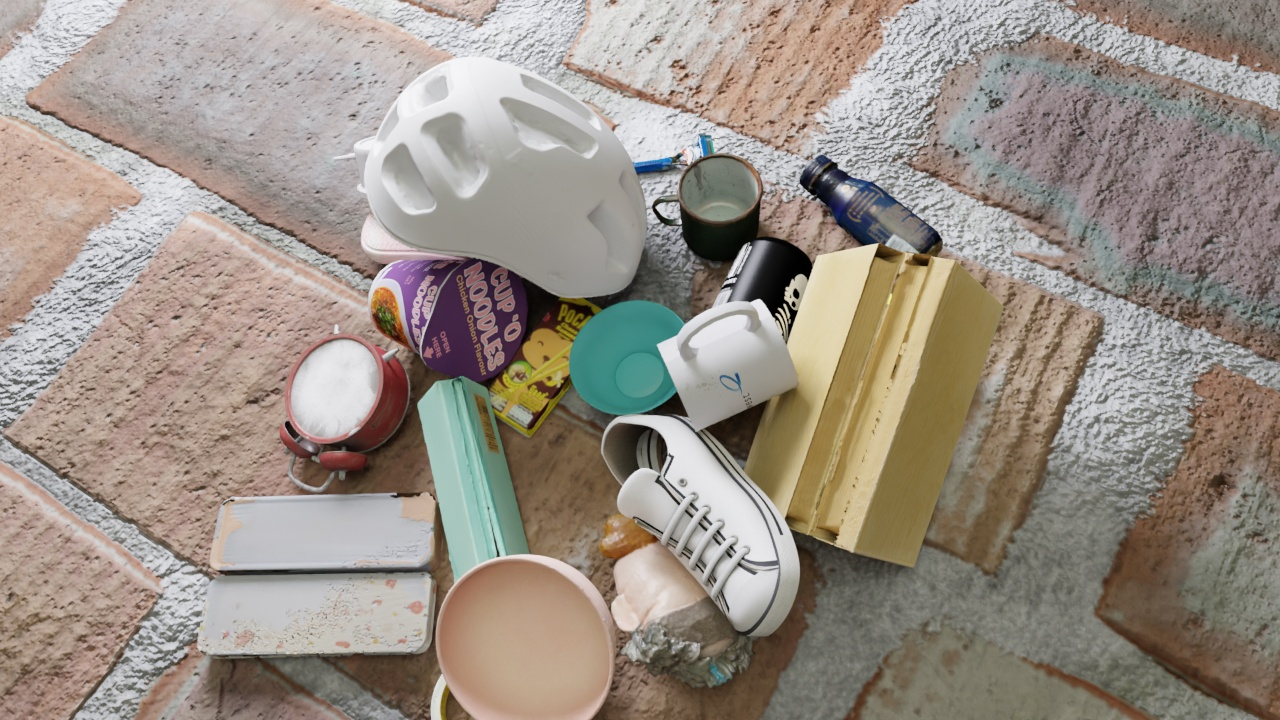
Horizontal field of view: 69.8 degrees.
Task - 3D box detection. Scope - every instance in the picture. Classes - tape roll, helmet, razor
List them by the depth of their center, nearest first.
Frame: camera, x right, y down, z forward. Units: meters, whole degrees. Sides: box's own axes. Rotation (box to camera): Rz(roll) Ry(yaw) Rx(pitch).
[{"bbox_3d":[-0.134,0.300,0.798,0.094,0.019,0.094,-2,66,4],"label":"tape roll"},{"bbox_3d":[-0.109,-0.168,0.884,0.184,0.282,0.223,-37,37,28],"label":"helmet"},{"bbox_3d":[0.013,-0.219,1.017,0.141,0.018,0.043,-10,66,5],"label":"razor"}]

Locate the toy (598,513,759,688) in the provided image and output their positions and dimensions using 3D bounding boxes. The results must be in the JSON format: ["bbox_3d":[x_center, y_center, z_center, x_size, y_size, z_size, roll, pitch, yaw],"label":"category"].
[{"bbox_3d":[0.022,0.204,0.794,0.132,0.076,0.176,-6,50,-38],"label":"toy"}]

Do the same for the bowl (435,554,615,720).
[{"bbox_3d":[-0.085,0.228,0.763,0.153,0.076,0.153,1,93,14],"label":"bowl"}]

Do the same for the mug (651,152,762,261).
[{"bbox_3d":[0.068,-0.154,0.947,0.111,0.081,0.084,-4,65,4],"label":"mug"}]

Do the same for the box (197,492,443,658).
[{"bbox_3d":[-0.294,0.199,0.851,0.216,0.043,0.150,-2,70,4],"label":"box"}]

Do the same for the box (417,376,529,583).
[{"bbox_3d":[-0.141,0.108,0.847,0.079,0.078,0.188,-6,70,-32],"label":"box"}]

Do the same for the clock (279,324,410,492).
[{"bbox_3d":[-0.292,0.052,0.898,0.110,0.062,0.156,20,81,22],"label":"clock"}]

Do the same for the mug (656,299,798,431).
[{"bbox_3d":[0.070,-0.006,0.779,0.096,0.120,0.083,-24,53,1],"label":"mug"}]

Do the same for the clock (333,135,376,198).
[{"bbox_3d":[-0.241,-0.216,0.998,0.120,0.061,0.158,14,30,35],"label":"clock"}]

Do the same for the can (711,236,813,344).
[{"bbox_3d":[0.110,-0.043,0.894,0.080,0.080,0.145,21,70,14],"label":"can"}]

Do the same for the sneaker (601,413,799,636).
[{"bbox_3d":[0.035,0.124,0.768,0.097,0.091,0.245,9,31,-34],"label":"sneaker"}]

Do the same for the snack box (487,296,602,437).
[{"bbox_3d":[-0.092,0.002,0.924,0.061,0.026,0.148,31,73,17],"label":"snack box"}]

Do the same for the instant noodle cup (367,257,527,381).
[{"bbox_3d":[-0.203,-0.047,0.900,0.122,0.122,0.136,14,37,36],"label":"instant noodle cup"}]

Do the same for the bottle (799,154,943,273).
[{"bbox_3d":[0.234,-0.151,0.943,0.056,0.056,0.161,-41,69,-13],"label":"bottle"}]

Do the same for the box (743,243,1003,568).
[{"bbox_3d":[0.192,0.035,0.791,0.185,0.141,0.248,18,86,20],"label":"box"}]

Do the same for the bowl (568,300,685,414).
[{"bbox_3d":[-0.006,0.005,0.899,0.121,0.046,0.121,-6,64,11],"label":"bowl"}]

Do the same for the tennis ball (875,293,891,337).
[{"bbox_3d":[0.255,-0.036,0.885,0.065,0.065,0.065,-2,66,4],"label":"tennis ball"}]

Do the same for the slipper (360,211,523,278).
[{"bbox_3d":[-0.190,-0.133,0.977,0.222,0.056,0.106,5,65,9],"label":"slipper"}]
